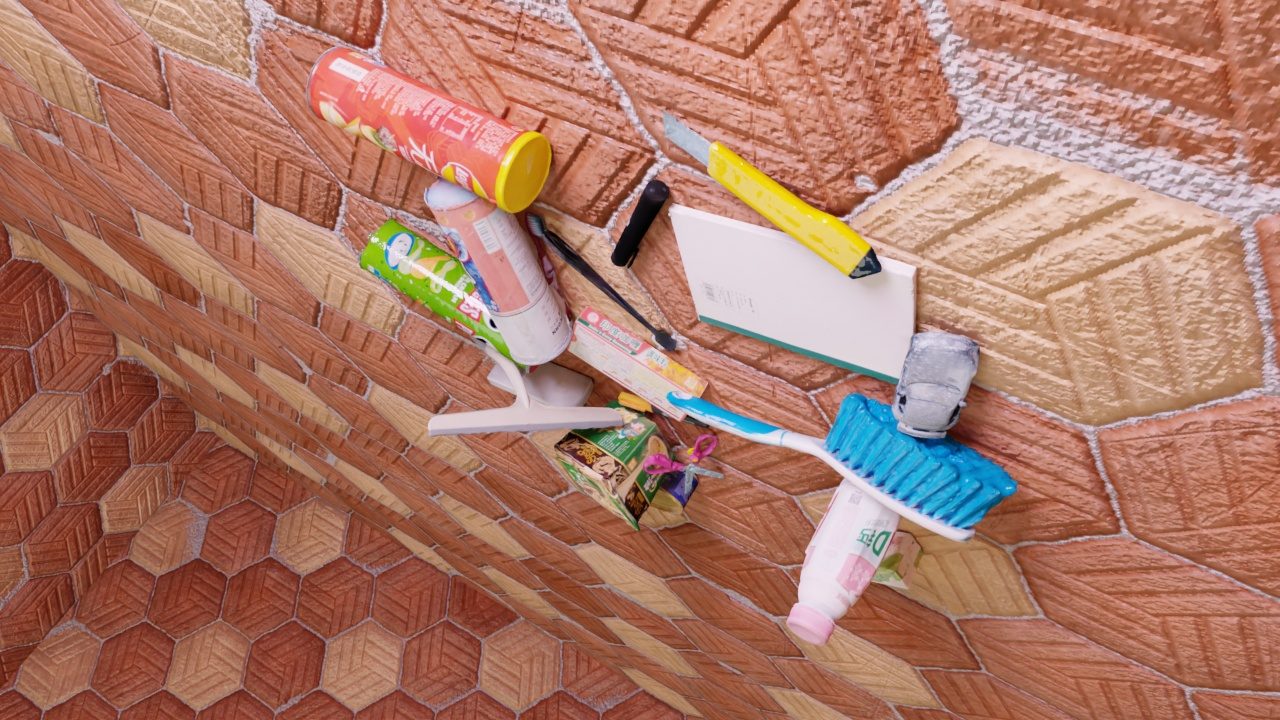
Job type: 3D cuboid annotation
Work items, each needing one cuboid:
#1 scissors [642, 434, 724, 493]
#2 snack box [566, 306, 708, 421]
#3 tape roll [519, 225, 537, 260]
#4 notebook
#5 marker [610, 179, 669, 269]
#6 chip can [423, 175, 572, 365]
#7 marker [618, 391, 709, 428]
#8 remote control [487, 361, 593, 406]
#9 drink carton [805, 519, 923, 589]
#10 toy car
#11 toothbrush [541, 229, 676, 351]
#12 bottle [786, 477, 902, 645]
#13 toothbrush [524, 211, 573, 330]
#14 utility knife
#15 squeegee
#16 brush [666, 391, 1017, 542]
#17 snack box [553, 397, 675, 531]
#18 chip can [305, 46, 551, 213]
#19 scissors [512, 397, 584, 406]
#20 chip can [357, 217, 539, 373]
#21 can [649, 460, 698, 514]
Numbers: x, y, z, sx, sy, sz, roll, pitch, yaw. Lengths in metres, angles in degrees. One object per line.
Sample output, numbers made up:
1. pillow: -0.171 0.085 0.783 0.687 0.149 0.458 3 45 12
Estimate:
1. scissors: 0.053 0.130 1.111 0.134 0.124 0.017 95 161 -53
2. snack box: -0.006 0.006 1.008 0.156 0.027 0.077 33 155 2
3. tape roll: -0.146 -0.125 0.956 0.086 0.013 0.086 27 154 14
4. notebook: 0.127 -0.052 0.764 0.209 0.012 0.150 20 152 27
5. marker: -0.002 -0.115 0.796 0.022 0.020 0.132 44 155 3
6. chip can: -0.135 -0.091 0.904 0.071 0.071 0.215 17 147 32
7. marker: 0.026 0.060 1.080 0.124 0.015 0.018 16 154 30
8. remote control: -0.125 0.027 1.154 0.135 0.056 0.019 20 153 26
9. drink carton: 0.253 0.218 1.046 0.123 0.053 0.045 1 139 48
10. toy car: 0.233 0.022 0.729 0.054 0.036 0.121 10 146 13
11. toothbrush: -0.031 -0.068 0.918 0.181 0.015 0.018 42 163 -20
12. bottle: 0.196 0.170 0.859 0.068 0.196 0.068 28 154 14
13. toothbrush: -0.090 -0.088 0.957 0.017 0.016 0.188 13 149 19
14. utility knife: 0.094 -0.122 0.670 0.197 0.015 0.033 37 136 4
15. squeegee: -0.172 -0.005 1.093 0.246 0.246 0.039 49 128 42
16. brush: 0.171 0.072 0.838 0.314 0.060 0.110 31 123 16
17. snack box: -0.024 0.122 1.134 0.118 0.105 0.117 29 159 40
18. chip can: -0.186 -0.203 0.798 0.217 0.073 0.073 27 154 14
19. scissors: -0.130 0.058 1.266 0.141 0.014 0.174 29 155 12
20. chip can: -0.206 -0.075 1.051 0.236 0.072 0.072 32 155 5
21. can: 0.006 0.157 1.237 0.148 0.049 0.075 14 148 36
